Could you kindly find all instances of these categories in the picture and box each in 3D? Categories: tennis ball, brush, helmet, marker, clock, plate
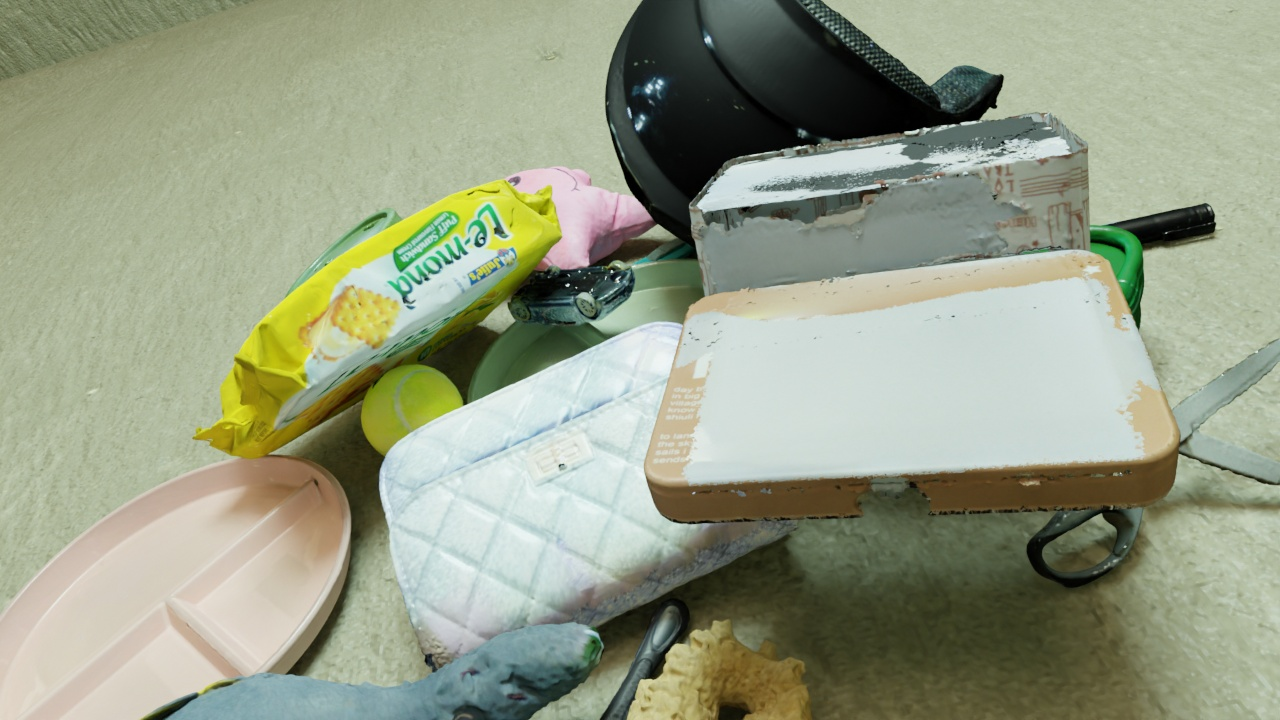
[{"bbox_3d":[-0.148,0.035,0.598,0.065,0.065,0.065,-12,35,8],"label":"tennis ball"},{"bbox_3d":[-0.025,0.181,0.333,0.254,0.046,0.083,-27,44,-33],"label":"brush"},{"bbox_3d":[0.093,-0.180,0.652,0.230,0.233,0.274,-44,-2,7],"label":"helmet"},{"bbox_3d":[0.302,-0.078,0.597,0.132,0.020,0.022,-12,52,6],"label":"marker"},{"bbox_3d":[-0.235,-0.055,0.744,0.116,0.056,0.160,-14,37,42],"label":"clock"},{"bbox_3d":[-0.004,0.004,0.612,0.230,0.027,0.229,-11,36,8],"label":"plate"},{"bbox_3d":[-0.275,0.143,0.539,0.230,0.028,0.229,-12,36,9],"label":"plate"}]

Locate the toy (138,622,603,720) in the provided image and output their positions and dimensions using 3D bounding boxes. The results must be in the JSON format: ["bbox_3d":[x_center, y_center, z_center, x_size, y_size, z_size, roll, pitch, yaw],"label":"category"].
[{"bbox_3d":[-0.173,0.204,0.359,0.355,0.091,0.138,-37,51,-22],"label":"toy"}]

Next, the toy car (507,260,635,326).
[{"bbox_3d":[-0.047,-0.044,0.642,0.106,0.031,0.048,0,39,41],"label":"toy car"}]

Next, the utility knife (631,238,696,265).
[{"bbox_3d":[0.030,-0.091,0.738,0.192,0.013,0.029,-30,38,-17],"label":"utility knife"}]

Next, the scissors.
[{"bbox_3d":[0.240,0.029,0.425,0.177,0.014,0.159,-35,76,-5],"label":"scissors"}]

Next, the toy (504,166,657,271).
[{"bbox_3d":[-0.083,-0.110,0.758,0.178,0.075,0.194,-22,33,-21],"label":"toy"}]

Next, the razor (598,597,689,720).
[{"bbox_3d":[-0.013,0.161,0.406,0.042,0.022,0.142,32,45,6],"label":"razor"}]

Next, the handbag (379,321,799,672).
[{"bbox_3d":[-0.034,0.069,0.470,0.194,0.076,0.134,-26,58,-3],"label":"handbag"}]

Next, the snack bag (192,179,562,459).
[{"bbox_3d":[-0.173,-0.030,0.610,0.245,0.068,0.158,-39,2,-40],"label":"snack bag"}]

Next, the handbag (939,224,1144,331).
[{"bbox_3d":[0.212,-0.023,0.517,0.120,0.068,0.131,12,44,35],"label":"handbag"}]

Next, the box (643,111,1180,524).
[{"bbox_3d":[0.108,-0.035,0.404,0.178,0.088,0.261,-5,22,18],"label":"box"}]

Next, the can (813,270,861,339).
[{"bbox_3d":[0.132,-0.034,0.565,0.053,0.053,0.134,7,32,30],"label":"can"}]
